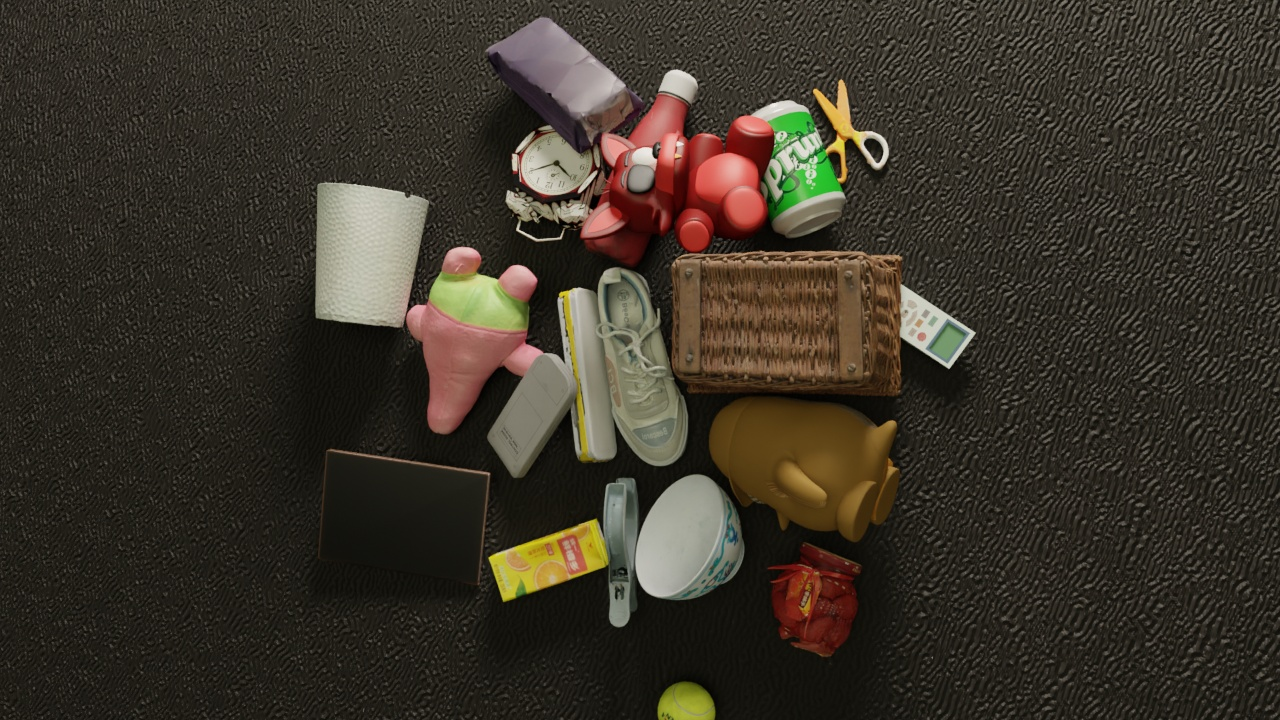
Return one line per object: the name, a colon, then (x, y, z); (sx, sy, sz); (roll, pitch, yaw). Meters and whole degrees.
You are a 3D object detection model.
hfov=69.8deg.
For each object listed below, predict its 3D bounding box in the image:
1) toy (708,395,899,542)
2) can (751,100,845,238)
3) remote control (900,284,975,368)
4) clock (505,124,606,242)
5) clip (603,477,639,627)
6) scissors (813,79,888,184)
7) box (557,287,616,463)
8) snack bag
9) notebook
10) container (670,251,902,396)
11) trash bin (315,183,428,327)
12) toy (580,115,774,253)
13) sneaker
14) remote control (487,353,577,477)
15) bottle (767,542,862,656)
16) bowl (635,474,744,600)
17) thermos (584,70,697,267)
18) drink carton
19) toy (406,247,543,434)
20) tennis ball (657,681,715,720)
toy: (0.167, 0.112, 1.006); (0.203, 0.198, 0.163); (19, 107, 31)
can: (0.173, -0.219, 1.056); (0.088, 0.087, 0.140); (-22, 81, 9)
remote control: (0.304, -0.051, 1.047); (0.143, 0.024, 0.049); (36, 97, 13)
clock: (-0.102, -0.209, 1.120); (0.115, 0.065, 0.154); (12, 73, 12)
clip: (-0.016, 0.219, 1.085); (0.028, 0.127, 0.167); (0, 94, 12)
scissors: (0.251, -0.275, 1.083); (0.097, 0.012, 0.133); (-3, 86, 10)
box: (-0.065, 0.018, 1.097); (0.033, 0.064, 0.209); (-10, 83, 23)
snack bag: (-0.095, -0.341, 1.107); (0.096, 0.058, 0.205); (-38, 65, -12)
notebook: (-0.294, 0.194, 1.136); (0.209, 0.008, 0.141); (7, 97, 7)
container: (0.148, -0.040, 0.983); (0.250, 0.183, 0.162); (0, 91, 17)
trash bin: (-0.339, -0.126, 1.135); (0.133, 0.133, 0.161); (7, 92, 12)
toy: (0.043, -0.192, 1.000); (0.197, 0.121, 0.158); (5, 63, 8)
sneaker: (-0.006, 0.006, 1.072); (0.089, 0.090, 0.242); (-14, 83, 9)
remote control: (-0.127, 0.063, 1.095); (0.074, 0.019, 0.151); (50, 118, 31)
bottle: (0.189, 0.262, 1.009); (0.099, 0.099, 0.111); (21, 85, 12)
bowl: (0.069, 0.210, 1.036); (0.074, 0.144, 0.144); (31, 92, -28)
thermos: (0.008, -0.232, 1.098); (0.073, 0.073, 0.240); (22, 89, 12)
drink carton: (-0.106, 0.239, 1.098); (0.135, 0.043, 0.058); (-21, 84, 10)
toy: (-0.208, -0.018, 1.120); (0.192, 0.096, 0.237); (22, 104, 10)
tennis ball: (0.052, 0.398, 1.040); (0.065, 0.065, 0.065); (-1, 85, 11)
